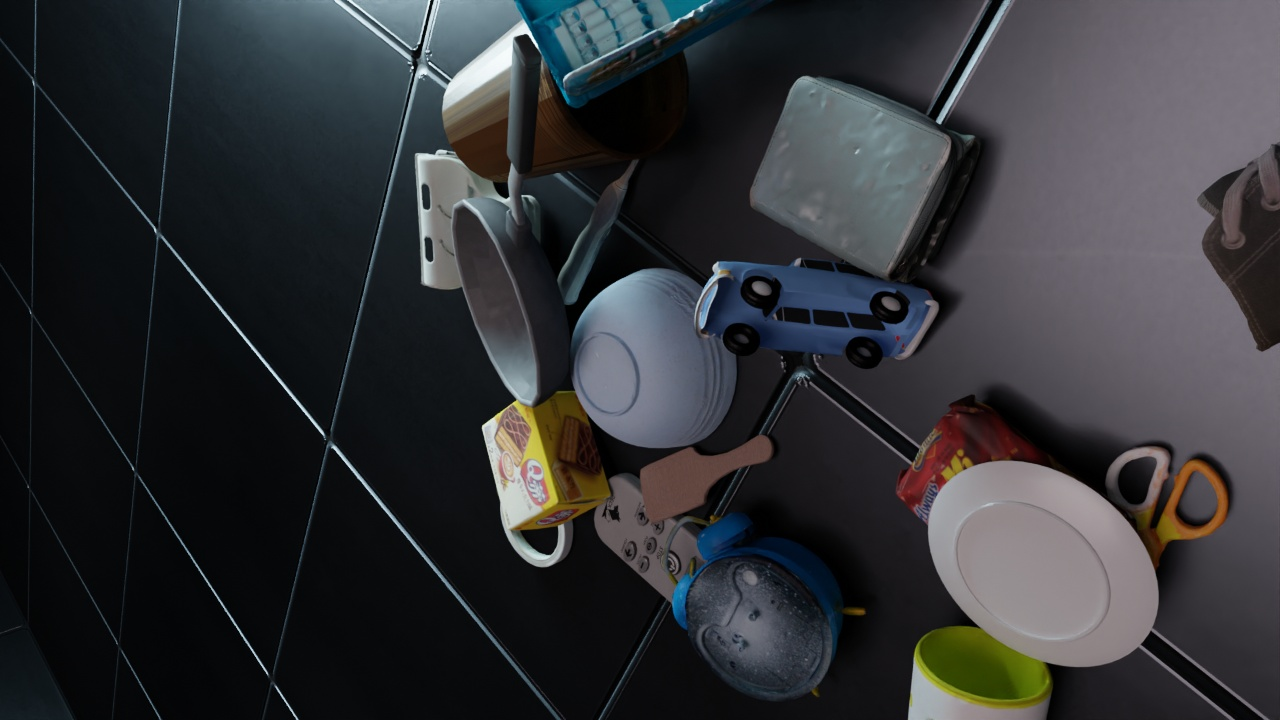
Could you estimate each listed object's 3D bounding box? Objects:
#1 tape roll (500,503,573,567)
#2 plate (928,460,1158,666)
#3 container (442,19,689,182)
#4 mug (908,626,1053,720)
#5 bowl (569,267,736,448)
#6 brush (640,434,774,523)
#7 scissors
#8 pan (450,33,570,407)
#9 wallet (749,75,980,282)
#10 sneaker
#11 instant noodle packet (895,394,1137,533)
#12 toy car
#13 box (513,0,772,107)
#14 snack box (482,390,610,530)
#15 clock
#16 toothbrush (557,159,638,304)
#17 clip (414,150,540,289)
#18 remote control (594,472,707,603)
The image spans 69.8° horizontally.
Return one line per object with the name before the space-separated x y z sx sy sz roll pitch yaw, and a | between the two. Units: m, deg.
tape roll | -0.103 0.158 0.905 0.093 0.013 0.093 12 108 39
plate | 0.230 0.123 0.542 0.135 0.011 0.135 24 127 38
container | -0.068 -0.204 0.710 0.168 0.132 0.132 -5 98 49
mug | 0.216 0.240 0.594 0.083 0.082 0.106 14 111 39
bowl | -0.004 0.004 0.736 0.151 0.074 0.151 11 107 40
brush | 0.055 0.091 0.744 0.136 0.015 0.049 -28 62 35
scissors | 0.293 0.110 0.539 0.065 0.013 0.129 29 120 38
pan | -0.089 -0.095 0.682 0.178 0.041 0.358 60 158 22
wallet | 0.140 -0.120 0.593 0.132 0.054 0.100 37 114 32
sneaker | 0.312 -0.121 0.415 0.120 0.095 0.235 -17 96 43
instant noodle packet | 0.228 0.093 0.570 0.135 0.039 0.099 44 140 24
toy car | 0.110 -0.035 0.590 0.056 0.153 0.054 106 166 -47
box | 0.045 -0.229 0.552 0.227 0.084 0.171 -28 47 3
snack box | -0.087 0.091 0.829 0.084 0.061 0.105 -34 66 42
clock | 0.083 0.181 0.699 0.161 0.060 0.117 33 119 21
toothbrush | -0.028 -0.122 0.764 0.024 0.022 0.186 27 123 -7
clip | -0.165 -0.126 0.847 0.152 0.104 0.126 22 117 48
remote control | 0.018 0.162 0.793 0.151 0.019 0.074 36 122 30
